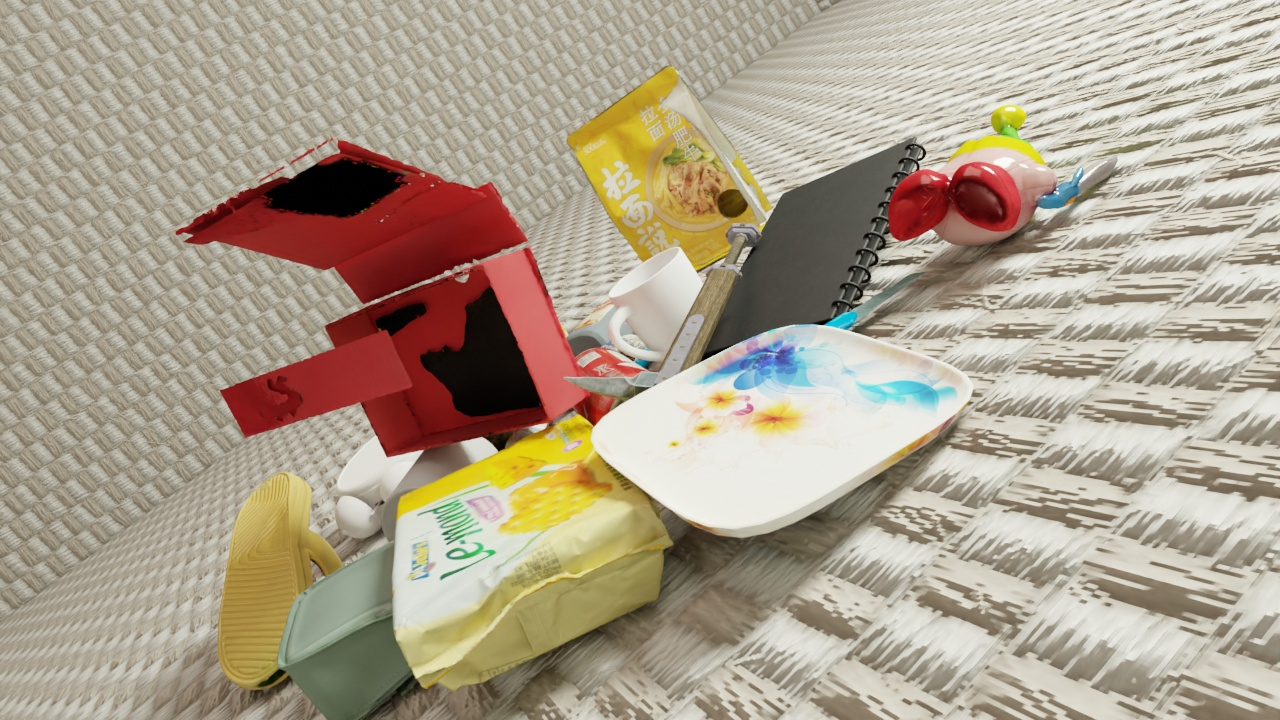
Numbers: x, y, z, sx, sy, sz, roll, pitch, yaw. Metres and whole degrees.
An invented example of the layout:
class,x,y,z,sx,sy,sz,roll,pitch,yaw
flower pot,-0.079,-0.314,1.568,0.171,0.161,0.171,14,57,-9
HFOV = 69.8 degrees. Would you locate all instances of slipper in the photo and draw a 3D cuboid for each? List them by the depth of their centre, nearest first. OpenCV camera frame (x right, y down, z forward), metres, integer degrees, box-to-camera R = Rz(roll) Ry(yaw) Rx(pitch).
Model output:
class,x,y,z,sx,sy,sz,roll,pitch,yaw
slipper,-0.332,0.208,0.861,0.099,0.078,0.263,-36,36,4

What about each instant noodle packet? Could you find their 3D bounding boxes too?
class,x,y,z,sx,sy,sz,roll,pitch,yaw
instant noodle packet,0.034,-0.217,1.101,0.163,0.221,0.084,-28,20,27

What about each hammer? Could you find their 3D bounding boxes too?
class,x,y,z,sx,sy,sz,roll,pitch,yaw
hammer,0.054,-0.049,0.760,0.147,0.028,0.315,4,30,16

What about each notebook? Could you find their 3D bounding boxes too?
class,x,y,z,sx,sy,sz,roll,pitch,yaw
notebook,0.151,-0.098,0.812,0.170,0.019,0.230,-16,35,50

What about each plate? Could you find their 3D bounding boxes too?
class,x,y,z,sx,sy,sz,roll,pitch,yaw
plate,0.077,0.035,0.540,0.186,0.016,0.187,-27,25,-20

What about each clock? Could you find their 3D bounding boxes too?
class,x,y,z,sx,sy,sz,roll,pitch,yaw
clock,-0.266,0.127,1.013,0.125,0.073,0.160,-31,23,15

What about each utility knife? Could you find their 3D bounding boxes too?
class,x,y,z,sx,sy,sz,roll,pitch,yaw
utility knife,0.122,-0.006,0.681,0.209,0.015,0.031,-36,19,8

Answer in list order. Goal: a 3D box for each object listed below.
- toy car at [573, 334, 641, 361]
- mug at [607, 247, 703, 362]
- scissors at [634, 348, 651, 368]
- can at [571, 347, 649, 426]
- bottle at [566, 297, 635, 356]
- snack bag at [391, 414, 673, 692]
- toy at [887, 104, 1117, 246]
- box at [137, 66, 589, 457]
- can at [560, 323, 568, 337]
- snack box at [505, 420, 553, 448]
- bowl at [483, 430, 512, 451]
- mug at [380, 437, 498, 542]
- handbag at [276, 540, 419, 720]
class,x,y,z,sx,sy,sz,roll,pitch,yaw
toy car,-0.049,0.005,0.955,0.112,0.040,0.048,-38,17,-14
mug,0.018,-0.038,0.852,0.081,0.087,0.114,-14,26,52
scissors,-0.006,0.004,0.922,0.091,0.014,0.140,-20,24,49
can,-0.018,0.032,0.760,0.067,0.067,0.170,-37,15,-7
bottle,-0.018,-0.056,1.057,0.072,0.046,0.160,-16,24,49
snack bag,-0.076,0.116,0.599,0.159,0.068,0.247,-26,16,-8
toy,0.257,-0.136,0.660,0.131,0.097,0.124,-19,7,-38
box,-0.195,-0.067,0.708,0.212,0.315,0.123,-13,37,37
can,-0.119,-0.023,1.058,0.068,0.105,0.067,-32,16,10
snack box,-0.099,0.073,0.804,0.149,0.026,0.082,-74,3,-66
bowl,-0.152,0.076,0.925,0.121,0.056,0.121,-32,16,10
mug,-0.176,0.131,0.803,0.112,0.078,0.096,-59,4,26
handbag,-0.188,0.189,0.647,0.106,0.067,0.122,-32,17,-7
